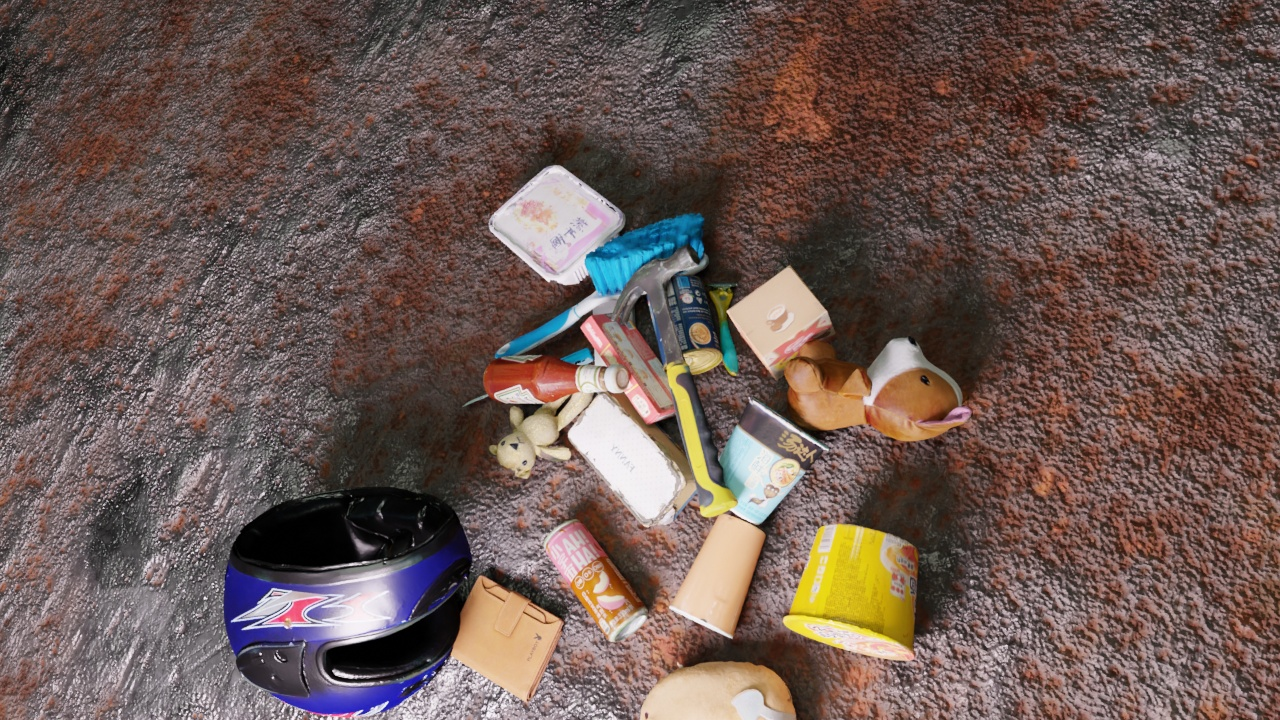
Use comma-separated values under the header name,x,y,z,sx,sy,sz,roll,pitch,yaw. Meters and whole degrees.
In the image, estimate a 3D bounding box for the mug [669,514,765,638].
name,x,y,z,sx,sy,sz,roll,pitch,yaw
mug,0.093,0.242,1.046,0.078,0.078,0.122,19,73,24

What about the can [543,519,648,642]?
name,x,y,z,sx,sy,sz,roll,pitch,yaw
can,-0.054,0.262,1.097,0.058,0.058,0.147,-42,63,1

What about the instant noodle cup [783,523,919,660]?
name,x,y,z,sx,sy,sz,roll,pitch,yaw
instant noodle cup,0.229,0.242,0.967,0.138,0.138,0.109,9,66,22

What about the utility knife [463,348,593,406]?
name,x,y,z,sx,sy,sz,roll,pitch,yaw
utility knife,-0.152,0.026,1.232,0.198,0.034,0.018,-22,105,13

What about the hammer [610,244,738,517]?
name,x,y,z,sx,sy,sz,roll,pitch,yaw
hammer,0.047,0.026,1.074,0.126,0.032,0.322,-27,63,26

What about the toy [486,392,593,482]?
name,x,y,z,sx,sy,sz,roll,pitch,yaw
toy,-0.124,0.082,1.182,0.105,0.066,0.157,38,72,12

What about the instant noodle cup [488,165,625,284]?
name,x,y,z,sx,sy,sz,roll,pitch,yaw
instant noodle cup,-0.108,-0.177,1.258,0.138,0.060,0.173,-43,58,-8

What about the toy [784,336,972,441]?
name,x,y,z,sx,sy,sz,roll,pitch,yaw
toy,0.265,0.030,1.020,0.200,0.139,0.131,16,111,17

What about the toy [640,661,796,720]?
name,x,y,z,sx,sy,sz,roll,pitch,yaw
toy,0.059,0.402,0.996,0.226,0.082,0.143,-17,58,16

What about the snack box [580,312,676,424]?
name,x,y,z,sx,sy,sz,roll,pitch,yaw
snack box,-0.007,0.007,1.143,0.026,0.075,0.153,-44,73,31

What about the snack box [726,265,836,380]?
name,x,y,z,sx,sy,sz,roll,pitch,yaw
snack box,0.171,-0.043,1.103,0.093,0.094,0.077,-36,64,4

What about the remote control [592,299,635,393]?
name,x,y,z,sx,sy,sz,roll,pitch,yaw
remote control,-0.033,-0.019,1.208,0.056,0.019,0.135,-9,68,12

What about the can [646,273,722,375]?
name,x,y,z,sx,sy,sz,roll,pitch,yaw
can,0.054,-0.045,1.156,0.075,0.075,0.111,-18,66,13

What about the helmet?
name,x,y,z,sx,sy,sz,roll,pitch,yaw
helmet,-0.329,0.294,1.080,0.316,0.246,0.240,-2,111,27

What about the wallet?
name,x,y,z,sx,sy,sz,roll,pitch,yaw
wallet,-0.167,0.339,1.128,0.132,0.031,0.107,23,82,24

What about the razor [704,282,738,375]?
name,x,y,z,sx,sy,sz,roll,pitch,yaw
razor,0.109,-0.039,1.160,0.043,0.028,0.132,-1,65,-12

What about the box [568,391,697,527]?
name,x,y,z,sx,sy,sz,roll,pitch,yaw
box,-0.011,0.113,1.123,0.090,0.060,0.184,-51,61,17

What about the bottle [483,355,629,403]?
name,x,y,z,sx,sy,sz,roll,pitch,yaw
bottle,-0.105,0.024,1.143,0.206,0.059,0.059,-1,70,35

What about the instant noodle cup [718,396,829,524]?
name,x,y,z,sx,sy,sz,roll,pitch,yaw
instant noodle cup,0.139,0.121,1.058,0.111,0.111,0.120,34,93,26

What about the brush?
name,x,y,z,sx,sy,sz,roll,pitch,yaw
brush,-0.056,-0.091,1.185,0.314,0.109,0.060,-20,43,-1
